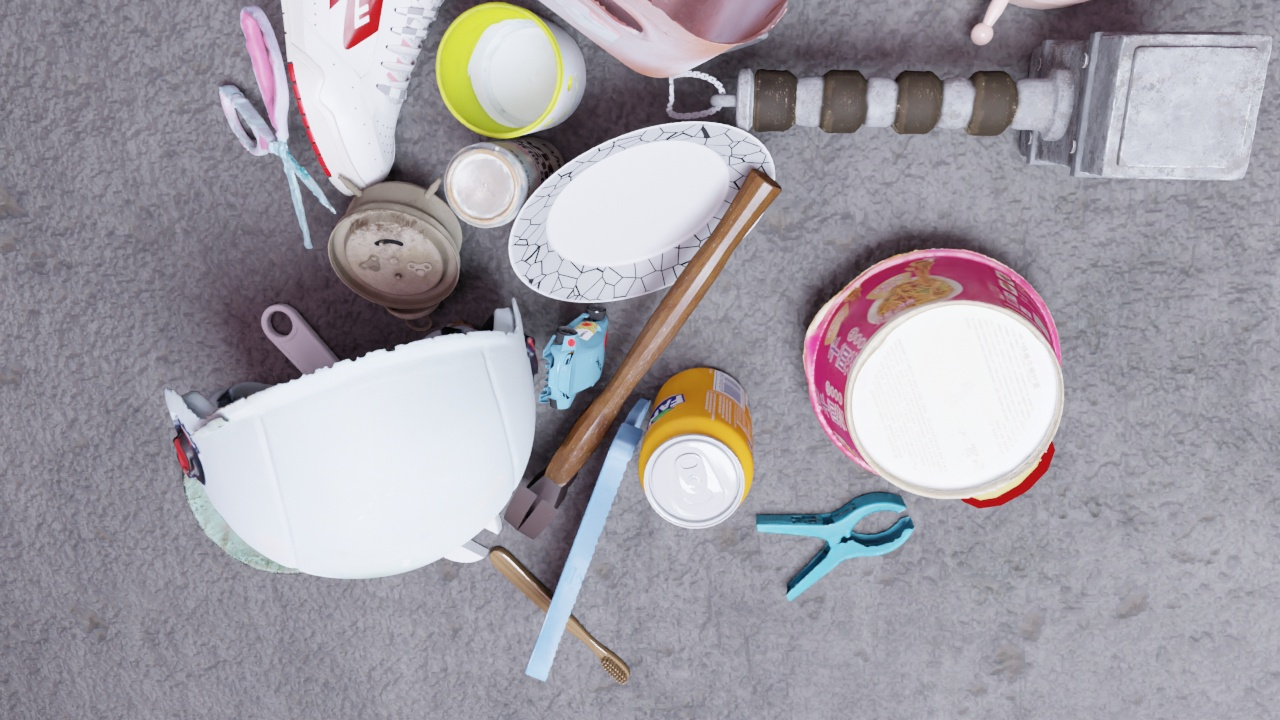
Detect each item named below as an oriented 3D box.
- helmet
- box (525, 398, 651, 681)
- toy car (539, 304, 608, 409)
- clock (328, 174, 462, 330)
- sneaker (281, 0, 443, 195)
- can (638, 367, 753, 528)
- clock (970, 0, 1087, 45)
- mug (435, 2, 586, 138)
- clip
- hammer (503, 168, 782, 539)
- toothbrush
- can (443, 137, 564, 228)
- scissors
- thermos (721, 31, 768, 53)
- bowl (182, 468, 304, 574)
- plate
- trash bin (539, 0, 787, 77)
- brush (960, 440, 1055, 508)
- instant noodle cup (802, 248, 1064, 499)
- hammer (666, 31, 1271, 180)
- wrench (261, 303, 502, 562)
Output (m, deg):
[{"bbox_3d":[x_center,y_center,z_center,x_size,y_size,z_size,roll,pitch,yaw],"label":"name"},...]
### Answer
[{"bbox_3d":[-0.175,0.064,0.622,0.236,0.264,0.163,-18,93,-25],"label":"helmet"},{"bbox_3d":[-0.041,0.134,0.711,0.021,0.125,0.209,21,108,-1],"label":"box"},{"bbox_3d":[-0.040,-0.003,0.677,0.027,0.107,0.060,13,113,14],"label":"toy car"},{"bbox_3d":[-0.176,-0.076,0.688,0.093,0.054,0.141,2,137,1],"label":"clock"},{"bbox_3d":[-0.187,-0.239,0.645,0.104,0.090,0.237,-5,103,-1],"label":"sneaker"},{"bbox_3d":[0.042,0.061,0.670,0.079,0.142,0.079,2,106,6],"label":"can"},{"bbox_3d":[0.273,-0.294,0.575,0.160,0.086,0.131,-22,103,6],"label":"clock"},{"bbox_3d":[-0.084,-0.196,0.628,0.082,0.106,0.082,2,106,6],"label":"mug"},{"bbox_3d":[0.156,0.133,0.742,0.120,0.027,0.104,-19,106,12],"label":"clip"},{"bbox_3d":[-0.004,0.004,0.660,0.033,0.115,0.324,36,112,1],"label":"hammer"},{"bbox_3d":[-0.069,0.222,0.797,0.016,0.016,0.167,-43,97,17],"label":"toothbrush"},{"bbox_3d":[-0.090,-0.125,0.634,0.054,0.135,0.054,2,105,7],"label":"can"},{"bbox_3d":[-0.266,-0.165,0.659,0.173,0.013,0.171,21,129,44],"label":"scissors"},{"bbox_3d":[0.020,-0.299,0.588,0.084,0.107,0.199,0,108,45],"label":"thermos"},{"bbox_3d":[-0.302,0.102,0.776,0.157,0.038,0.157,2,106,6],"label":"bowl"},{"bbox_3d":[0.000,-0.101,0.629,0.189,0.188,0.016,-26,64,13],"label":"plate"},{"bbox_3d":[0.032,-0.298,0.474,0.181,0.157,0.260,33,91,-15],"label":"trash bin"},{"bbox_3d":[0.236,0.039,0.694,0.173,0.041,0.082,45,106,-7],"label":"brush"},{"bbox_3d":[0.207,0.017,0.627,0.179,0.077,0.179,2,107,6],"label":"instant noodle cup"},{"bbox_3d":[0.181,-0.161,0.573,0.326,0.176,0.079,3,107,7],"label":"hammer"},{"bbox_3d":[-0.216,0.061,0.766,0.066,0.018,0.273,-38,98,16],"label":"wrench"}]
